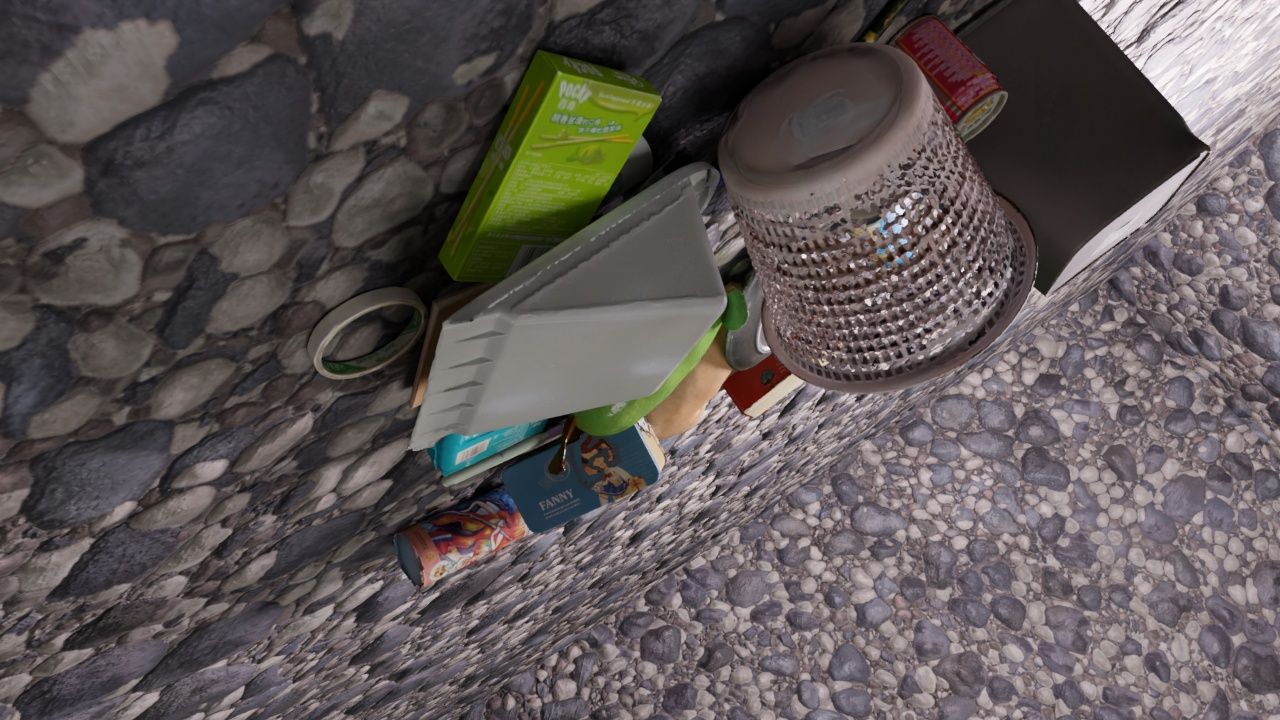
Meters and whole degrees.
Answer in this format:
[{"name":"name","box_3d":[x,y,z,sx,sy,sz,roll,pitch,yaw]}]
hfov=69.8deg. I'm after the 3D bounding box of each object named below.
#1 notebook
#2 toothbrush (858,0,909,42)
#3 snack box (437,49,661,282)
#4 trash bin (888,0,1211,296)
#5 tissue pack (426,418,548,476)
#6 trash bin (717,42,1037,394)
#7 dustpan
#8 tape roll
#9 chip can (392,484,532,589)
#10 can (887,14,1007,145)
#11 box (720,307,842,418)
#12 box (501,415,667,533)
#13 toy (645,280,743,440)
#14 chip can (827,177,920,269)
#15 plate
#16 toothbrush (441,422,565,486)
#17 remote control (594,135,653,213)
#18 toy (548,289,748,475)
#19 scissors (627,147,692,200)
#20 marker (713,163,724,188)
[{"name":"notebook","box_3d":[-0.088,-0.041,0.751,0.210,0.012,0.150,-28,162,-33]},{"name":"toothbrush","box_3d":[0.221,-0.296,0.680,0.012,0.017,0.186,-17,154,-50]},{"name":"snack box","box_3d":[-0.059,-0.114,0.579,0.085,0.026,0.157,-3,138,-44]},{"name":"trash bin","box_3d":[0.379,-0.201,0.873,0.199,0.219,0.199,-37,162,-2]},{"name":"tissue pack","box_3d":[-0.133,0.043,0.832,0.133,0.050,0.093,-24,156,-32]},{"name":"trash bin","box_3d":[0.163,-0.118,0.695,0.227,0.227,0.192,-37,132,3]},{"name":"dustpan","box_3d":[-0.047,-0.053,0.685,0.257,0.142,0.223,-7,158,-23]},{"name":"tape roll","box_3d":[-0.190,-0.018,0.642,0.085,0.014,0.086,-32,161,-12]},{"name":"chip can","box_3d":[-0.178,0.191,1.078,0.214,0.071,0.071,-22,157,-34]},{"name":"can","box_3d":[0.251,-0.232,0.766,0.066,0.093,0.067,-32,161,-12]},{"name":"box","box_3d":[0.203,0.013,1.294,0.168,0.080,0.091,-39,160,12]},{"name":"box","box_3d":[-0.067,0.122,1.024,0.184,0.090,0.061,-28,-174,13]},{"name":"toy","box_3d":[0.057,0.010,1.049,0.143,0.082,0.227,-40,166,-43]},{"name":"chip can","box_3d":[0.258,-0.154,1.001,0.071,0.071,0.210,-41,161,14]},{"name":"plate","box_3d":[0.154,-0.062,1.019,0.179,0.024,0.180,-39,147,-32]},{"name":"toothbrush","box_3d":[-0.131,0.092,1.004,0.189,0.020,0.029,-26,-169,-23]},{"name":"remote control","box_3d":[-0.051,-0.113,0.645,0.135,0.019,0.056,-35,161,-3]},{"name":"toy","box_3d":[-0.005,0.005,0.901,0.247,0.090,0.227,-45,179,5]},{"name":"scissors","box_3d":[-0.027,-0.095,0.672,0.171,0.014,0.147,-43,-178,-41]},{"name":"marker","box_3d":[0.111,-0.189,0.747,0.146,0.017,0.017,-38,161,6]}]
